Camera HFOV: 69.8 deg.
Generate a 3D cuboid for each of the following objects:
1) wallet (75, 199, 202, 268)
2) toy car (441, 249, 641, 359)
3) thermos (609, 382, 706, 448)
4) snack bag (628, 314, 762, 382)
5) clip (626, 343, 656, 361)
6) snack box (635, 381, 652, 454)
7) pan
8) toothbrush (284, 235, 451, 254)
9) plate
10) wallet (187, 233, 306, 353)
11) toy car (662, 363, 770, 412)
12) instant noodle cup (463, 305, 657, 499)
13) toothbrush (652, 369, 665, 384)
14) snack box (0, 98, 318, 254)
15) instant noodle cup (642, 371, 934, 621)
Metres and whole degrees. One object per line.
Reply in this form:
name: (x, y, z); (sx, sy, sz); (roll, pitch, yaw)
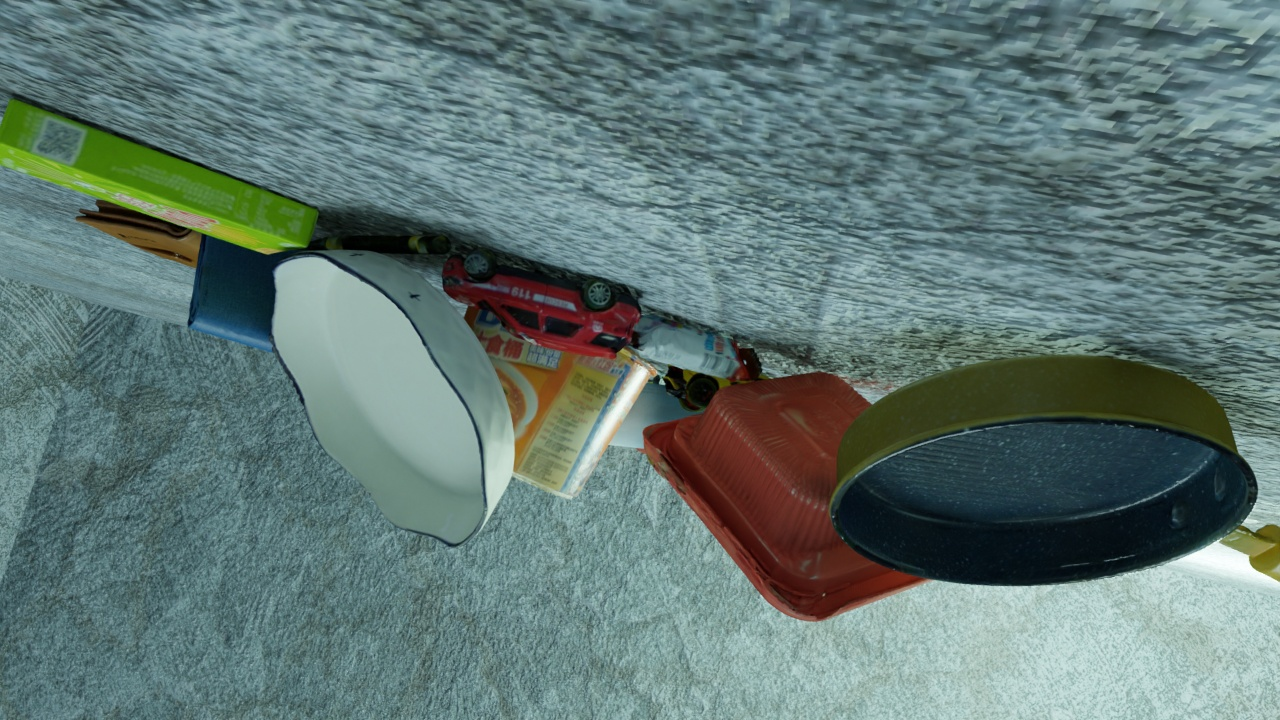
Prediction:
wallet: (-0.356, -0.092, 0.730); (0.108, 0.031, 0.132); (11, 171, 13)
toy car: (-0.060, -0.032, 0.547); (0.120, 0.045, 0.053); (16, 172, 1)
thermos: (0.037, 0.054, 0.864); (0.220, 0.070, 0.070); (6, 174, -8)
snack bag: (0.030, -0.009, 0.602); (0.105, 0.026, 0.045); (15, -148, -18)
clip: (-0.008, -0.021, 0.657); (0.057, 0.028, 0.024); (21, 174, 24)
snack box: (0.041, 0.073, 1.025); (0.091, 0.080, 0.082); (12, 174, 13)
pan: (0.276, 0.090, 0.465); (0.357, 0.078, 0.198); (7, 148, -1)
toothbrush: (-0.182, -0.075, 0.575); (0.186, 0.017, 0.012); (6, 154, 38)
plate: (-0.153, 0.020, 0.573); (0.205, 0.205, 0.045); (8, -148, 44)
wallet: (-0.251, -0.044, 0.662); (0.133, 0.106, 0.040); (21, 129, -36)
toy car: (0.092, 0.033, 0.759); (0.156, 0.041, 0.071); (16, 173, -1)
instant noodle cup: (-0.078, 0.026, 0.665); (0.151, 0.111, 0.151); (25, 173, 3)
toothbrush: (-0.005, 0.005, 0.831); (0.016, 0.018, 0.191); (11, 174, 20)
snack box: (-0.273, -0.099, 0.522); (0.156, 0.026, 0.086); (19, 172, -36)
instant noodle cup: (0.112, 0.074, 0.609); (0.164, 0.079, 0.189); (-9, -140, -34)
